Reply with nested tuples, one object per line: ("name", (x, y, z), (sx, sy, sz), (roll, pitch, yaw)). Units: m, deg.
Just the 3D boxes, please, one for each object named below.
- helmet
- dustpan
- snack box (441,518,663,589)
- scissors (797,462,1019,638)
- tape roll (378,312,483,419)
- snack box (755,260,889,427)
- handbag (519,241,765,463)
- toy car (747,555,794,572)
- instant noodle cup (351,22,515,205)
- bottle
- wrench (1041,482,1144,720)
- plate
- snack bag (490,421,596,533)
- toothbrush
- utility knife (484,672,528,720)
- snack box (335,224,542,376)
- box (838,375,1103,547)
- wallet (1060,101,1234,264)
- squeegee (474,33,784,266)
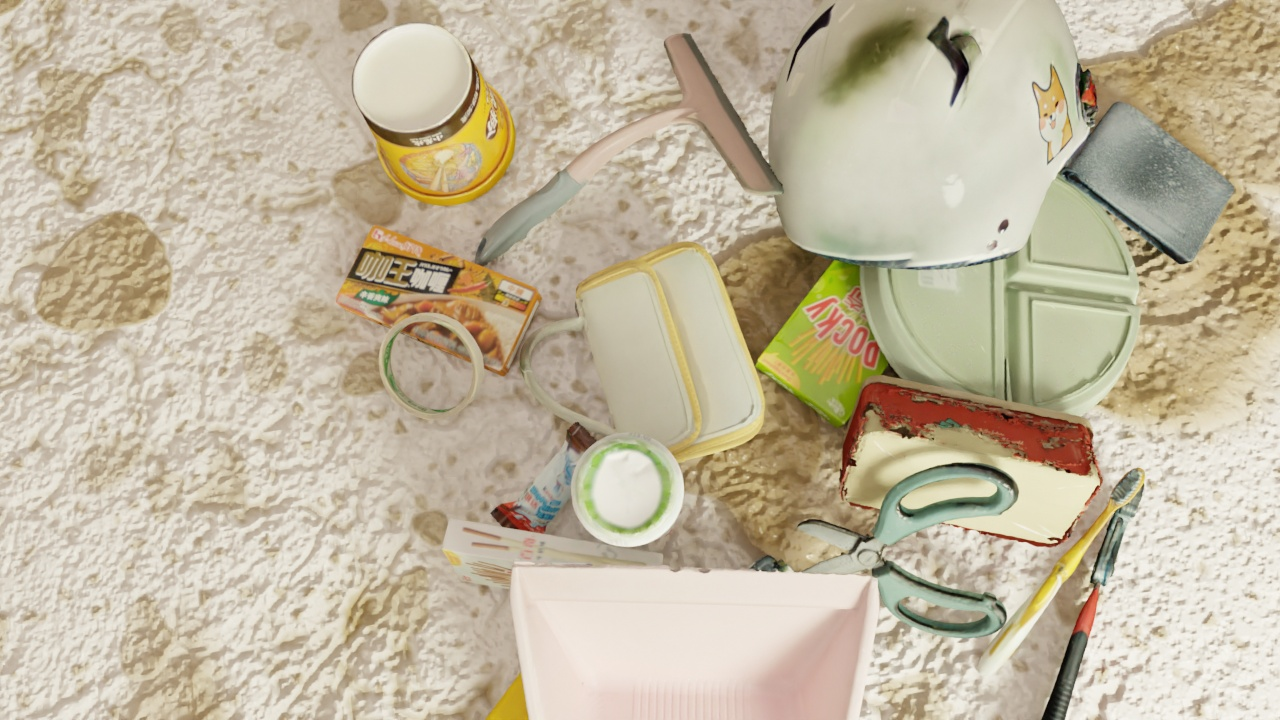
("helmet", (0.198, -0.204, 0.661), (0.230, 0.157, 0.273), (17, 66, 33))
("dustpan", (0.036, 0.250, 0.596), (0.222, 0.274, 0.138), (-1, 53, 6))
("snack box", (-0.062, 0.153, 0.678), (0.157, 0.085, 0.026), (8, 62, 5))
("scissors", (0.208, 0.148, 0.661), (0.171, 0.019, 0.181), (-31, 111, 26))
("tape roll", (-0.168, 0.004, 0.733), (0.086, 0.013, 0.086), (3, 105, 13))
("snack box", (0.171, -0.033, 0.732), (0.086, 0.026, 0.156), (38, 83, 8))
("handbag", (-0.004, 0.004, 0.722), (0.179, 0.063, 0.163), (-18, 76, 3))
("toy car", (0.114, 0.188, 0.688), (0.090, 0.034, 0.043), (44, 81, 9))
("instant noodle cup", (-0.169, -0.202, 0.743), (0.118, 0.114, 0.118), (-1, 78, 3))
("bottle", (-0.004, 0.094, 0.630), (0.068, 0.197, 0.068), (-1, 78, 2))
("wrench", (0.315, 0.215, 0.666), (0.016, 0.056, 0.273), (19, 84, 26))
("plate", (0.284, -0.059, 0.712), (0.230, 0.027, 0.230), (2, 75, -7))
("snack bag", (-0.068, 0.099, 0.712), (0.048, 0.026, 0.104), (45, 104, 0))
("toothbrush", (0.301, 0.155, 0.662), (0.016, 0.018, 0.191), (41, 106, 35))
("utility knife", (-0.105, 0.273, 0.692), (0.033, 0.015, 0.208), (38, 80, 9))
("snack box", (-0.166, -0.050, 0.757), (0.154, 0.026, 0.075), (22, 80, 7))
("box", (0.234, 0.078, 0.663), (0.168, 0.091, 0.075), (11, 41, 5))
("wallet", (0.406, -0.142, 0.733), (0.121, 0.019, 0.097), (40, 67, 7))
("squeegee", (-0.040, -0.149, 0.735), (0.250, 0.040, 0.247), (-31, 46, 12))
